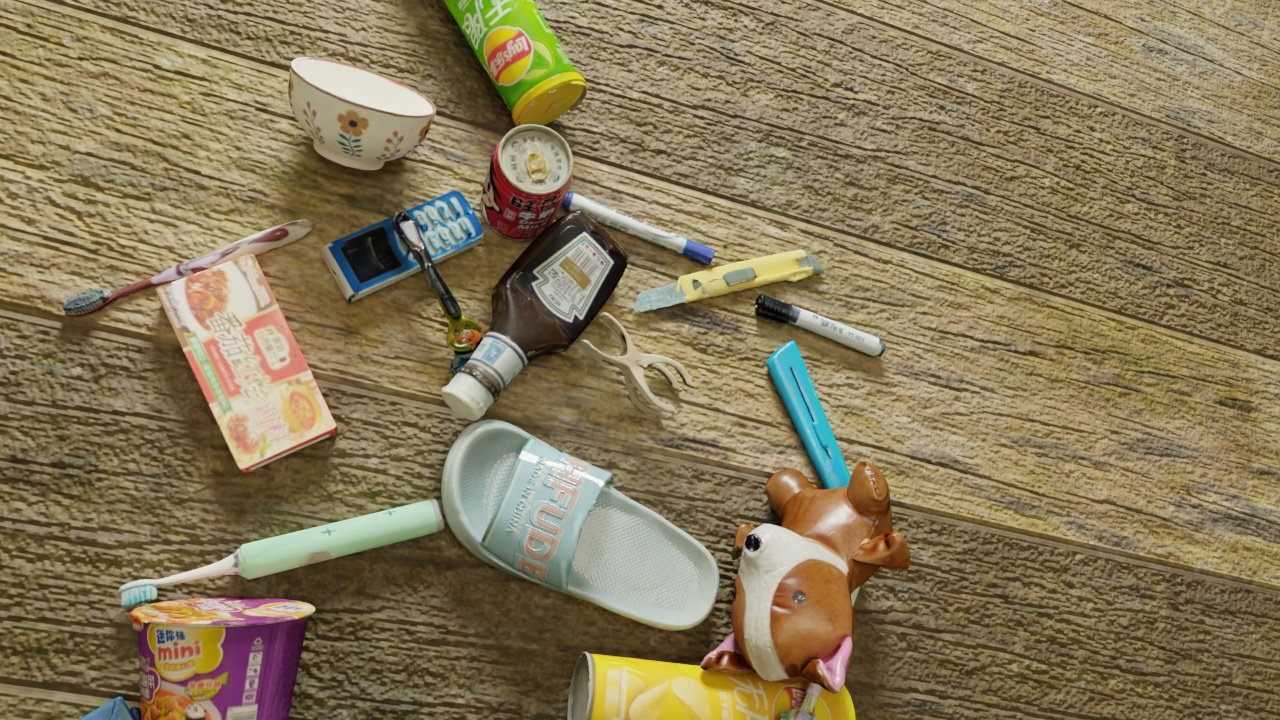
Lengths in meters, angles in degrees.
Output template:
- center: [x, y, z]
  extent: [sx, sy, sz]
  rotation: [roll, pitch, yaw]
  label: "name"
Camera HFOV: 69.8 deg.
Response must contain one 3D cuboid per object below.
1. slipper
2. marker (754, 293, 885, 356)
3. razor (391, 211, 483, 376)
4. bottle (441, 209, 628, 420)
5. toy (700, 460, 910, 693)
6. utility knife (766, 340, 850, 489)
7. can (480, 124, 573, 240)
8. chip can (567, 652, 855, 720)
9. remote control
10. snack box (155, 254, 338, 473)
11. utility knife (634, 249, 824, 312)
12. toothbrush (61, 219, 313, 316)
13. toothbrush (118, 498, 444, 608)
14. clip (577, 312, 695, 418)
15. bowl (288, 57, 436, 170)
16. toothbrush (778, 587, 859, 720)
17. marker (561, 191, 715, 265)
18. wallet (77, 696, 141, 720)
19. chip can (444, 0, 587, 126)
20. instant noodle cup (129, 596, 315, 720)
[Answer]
- center: [-0.043, 0.134, 0.710]
  extent: [0.245, 0.074, 0.103]
  rotation: [30, 70, -9]
  label: "slipper"
- center: [0.166, -0.030, 0.845]
  extent: [0.130, 0.018, 0.022]
  rotation: [21, 80, -10]
  label: "marker"
- center: [-0.159, -0.055, 0.734]
  extent: [0.042, 0.022, 0.143]
  rotation: [-31, 101, -24]
  label: "razor"
- center: [-0.088, -0.035, 0.743]
  extent: [0.080, 0.044, 0.194]
  rotation: [44, 63, -16]
  label: "bottle"
- center: [0.128, 0.164, 0.712]
  extent: [0.130, 0.140, 0.199]
  rotation: [51, 51, -22]
  label: "toy"
- center: [0.165, 0.082, 0.816]
  extent: [0.034, 0.018, 0.206]
  rotation: [-22, 84, -21]
  label: "utility knife"
- center: [-0.094, -0.145, 0.755]
  extent: [0.066, 0.094, 0.066]
  rotation: [4, 75, -16]
  label: "can"
- center: [0.054, 0.270, 0.705]
  extent: [0.213, 0.072, 0.072]
  rotation: [12, 73, -13]
  label: "chip can"
- center: [-0.192, -0.094, 0.749]
  extent: [0.124, 0.024, 0.049]
  rotation: [-28, 85, -22]
  label: "remote control"
- center: [-0.296, 0.001, 0.693]
  extent: [0.075, 0.025, 0.153]
  rotation: [-25, 84, -21]
  label: "snack box"
- center: [0.081, -0.072, 0.835]
  extent: [0.194, 0.020, 0.031]
  rotation: [-16, 75, -15]
  label: "utility knife"
- center: [-0.343, -0.074, 0.702]
  extent: [0.187, 0.017, 0.016]
  rotation: [-25, 85, -20]
  label: "toothbrush"
- center: [-0.256, 0.139, 0.669]
  extent: [0.224, 0.027, 0.027]
  rotation: [-11, 50, -19]
  label: "toothbrush"
- center: [0.004, -0.003, 0.774]
  extent: [0.080, 0.035, 0.104]
  rotation: [-39, 96, -24]
  label: "clip"
- center: [-0.226, -0.191, 0.734]
  extent: [0.113, 0.113, 0.062]
  rotation: [16, 115, -12]
  label: "bowl"
- center: [0.153, 0.221, 0.733]
  extent: [0.189, 0.029, 0.020]
  rotation: [-48, 124, -49]
  label: "toothbrush"
- center: [-0.002, -0.118, 0.817]
  extent: [0.145, 0.017, 0.016]
  rotation: [20, 71, -11]
  label: "marker"
- center: [-0.372, 0.296, 0.589]
  extent: [0.132, 0.040, 0.106]
  rotation: [-29, 90, -22]
  label: "wallet"
- center: [-0.131, -0.311, 0.798]
  extent: [0.072, 0.073, 0.221]
  rotation: [-29, 86, -21]
  label: "chip can"
- center: [-0.278, 0.212, 0.607]
  extent: [0.111, 0.112, 0.099]
  rotation: [5, 84, -16]
  label: "instant noodle cup"
